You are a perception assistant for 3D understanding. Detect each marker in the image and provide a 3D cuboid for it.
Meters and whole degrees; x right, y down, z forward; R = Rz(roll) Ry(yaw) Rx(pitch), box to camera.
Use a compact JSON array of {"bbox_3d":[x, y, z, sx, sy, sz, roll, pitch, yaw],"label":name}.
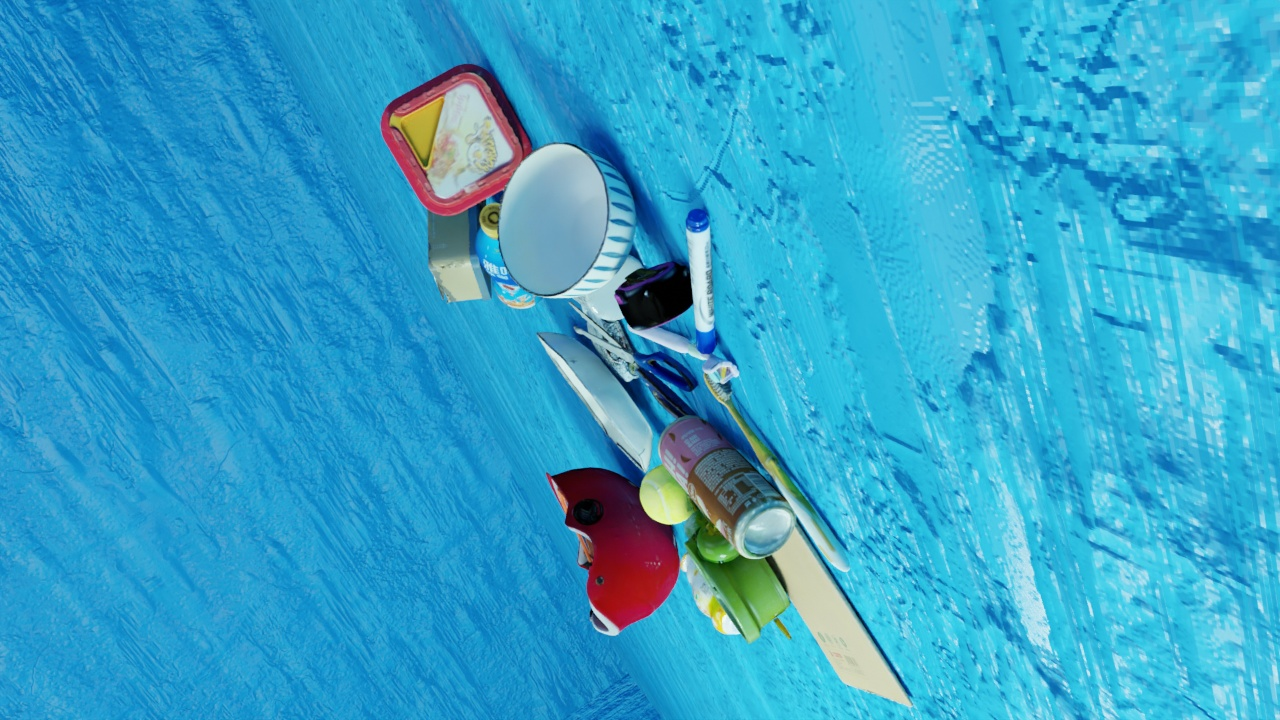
[{"bbox_3d":[0.044,-0.052,0.650,0.017,0.017,0.146,49,163,32],"label":"marker"}]

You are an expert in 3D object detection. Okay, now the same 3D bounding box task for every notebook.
[{"bbox_3d":[0.156,0.212,0.831,0.207,0.008,0.148,57,165,5],"label":"notebook"}]

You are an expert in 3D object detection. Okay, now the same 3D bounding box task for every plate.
[{"bbox_3d":[-0.048,0.035,1.041,0.162,0.034,0.266,55,173,-16],"label":"plate"}]

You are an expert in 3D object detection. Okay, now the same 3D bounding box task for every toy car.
[{"bbox_3d":[-0.033,-0.025,0.929,0.049,0.031,0.105,28,145,62],"label":"toy car"}]

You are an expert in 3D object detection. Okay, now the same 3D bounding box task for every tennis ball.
[{"bbox_3d":[0.032,0.142,0.982,0.065,0.065,0.065,53,165,21],"label":"tennis ball"}]

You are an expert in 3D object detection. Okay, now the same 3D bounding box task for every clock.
[{"bbox_3d":[0.089,0.202,0.912,0.161,0.056,0.116,59,173,-7],"label":"clock"}]

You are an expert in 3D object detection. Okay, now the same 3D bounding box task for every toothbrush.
[{"bbox_3d":[0.028,-0.013,0.779,0.189,0.029,0.021,31,109,64],"label":"toothbrush"},{"bbox_3d":[0.107,0.083,0.721,0.191,0.016,0.018,56,157,13],"label":"toothbrush"}]

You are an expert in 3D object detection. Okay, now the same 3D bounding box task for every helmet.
[{"bbox_3d":[-0.030,0.241,1.248,0.207,0.144,0.239,87,162,-61],"label":"helmet"}]

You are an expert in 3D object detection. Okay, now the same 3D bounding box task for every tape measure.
[{"bbox_3d":[0.010,-0.050,0.684,0.058,0.056,0.039,-8,113,49],"label":"tape measure"}]

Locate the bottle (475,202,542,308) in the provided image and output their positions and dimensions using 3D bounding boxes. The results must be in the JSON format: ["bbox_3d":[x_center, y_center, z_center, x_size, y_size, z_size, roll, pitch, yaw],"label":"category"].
[{"bbox_3d":[-0.139,-0.114,0.979,0.065,0.065,0.219,56,172,10],"label":"bottle"}]

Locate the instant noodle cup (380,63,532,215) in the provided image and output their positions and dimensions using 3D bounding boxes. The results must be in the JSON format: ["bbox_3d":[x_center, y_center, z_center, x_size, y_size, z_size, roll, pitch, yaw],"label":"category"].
[{"bbox_3d":[-0.174,-0.208,0.885,0.116,0.116,0.124,61,177,-12],"label":"instant noodle cup"}]

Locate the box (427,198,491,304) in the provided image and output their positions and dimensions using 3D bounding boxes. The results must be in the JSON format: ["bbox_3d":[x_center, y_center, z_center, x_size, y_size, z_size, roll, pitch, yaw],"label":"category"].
[{"bbox_3d":[-0.209,-0.149,1.058,0.090,0.061,0.184,85,175,-63],"label":"box"}]

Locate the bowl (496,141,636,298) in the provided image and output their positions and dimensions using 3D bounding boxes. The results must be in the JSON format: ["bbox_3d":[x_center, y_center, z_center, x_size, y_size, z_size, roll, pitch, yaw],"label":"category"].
[{"bbox_3d":[-0.048,-0.104,0.709,0.066,0.117,0.116,3,-140,-51],"label":"bowl"}]

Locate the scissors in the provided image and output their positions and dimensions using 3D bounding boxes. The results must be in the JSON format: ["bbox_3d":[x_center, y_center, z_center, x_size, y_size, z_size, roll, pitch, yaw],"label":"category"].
[{"bbox_3d":[-0.003,0.000,0.859,0.163,0.012,0.161,50,159,-10],"label":"scissors"}]

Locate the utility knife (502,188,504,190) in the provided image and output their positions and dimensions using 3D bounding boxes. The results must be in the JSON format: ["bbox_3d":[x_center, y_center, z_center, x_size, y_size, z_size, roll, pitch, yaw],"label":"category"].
[{"bbox_3d":[-0.176,-0.231,0.990,0.187,0.018,0.034,56,167,22],"label":"utility knife"}]

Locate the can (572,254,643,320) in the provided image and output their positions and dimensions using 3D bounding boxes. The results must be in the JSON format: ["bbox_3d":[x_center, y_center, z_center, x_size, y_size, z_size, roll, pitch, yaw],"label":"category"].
[{"bbox_3d":[-0.051,-0.084,0.815,0.147,0.058,0.058,36,154,55],"label":"can"}]

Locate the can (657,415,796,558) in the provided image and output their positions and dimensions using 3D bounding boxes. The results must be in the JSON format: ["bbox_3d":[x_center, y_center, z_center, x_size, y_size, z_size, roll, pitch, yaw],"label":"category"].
[{"bbox_3d":[0.070,0.104,0.781,0.147,0.058,0.058,46,161,53],"label":"can"}]

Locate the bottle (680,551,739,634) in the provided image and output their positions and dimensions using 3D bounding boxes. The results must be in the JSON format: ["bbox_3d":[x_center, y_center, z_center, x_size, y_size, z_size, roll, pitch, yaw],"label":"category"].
[{"bbox_3d":[0.088,0.257,1.039,0.108,0.063,0.063,43,159,47],"label":"bottle"}]
